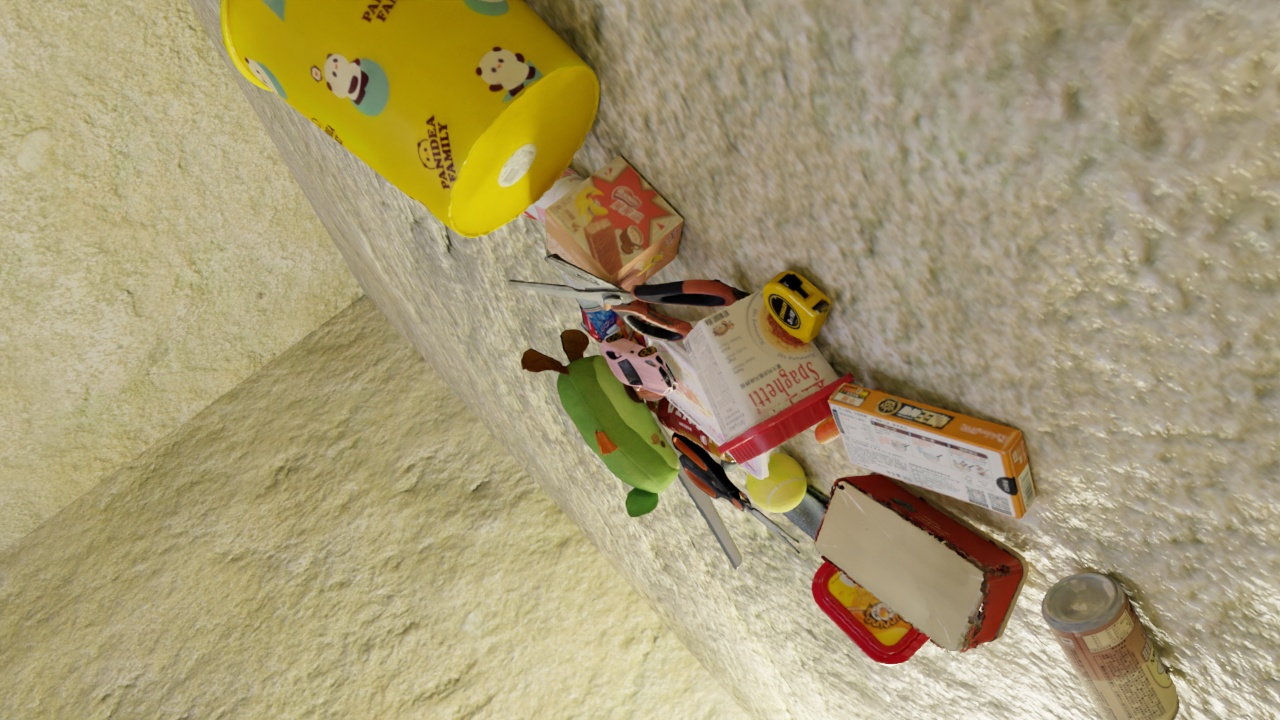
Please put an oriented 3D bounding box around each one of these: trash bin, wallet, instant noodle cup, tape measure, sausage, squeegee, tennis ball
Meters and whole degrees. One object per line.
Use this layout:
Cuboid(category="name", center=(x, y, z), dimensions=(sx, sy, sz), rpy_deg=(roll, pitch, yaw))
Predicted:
Cuboid(category="trash bin", center=(-0.189, -0.259, 0.811), dimensions=(0.255, 0.229, 0.230), rpy_deg=(42, 163, 10))
Cuboid(category="wallet", center=(0.194, 0.172, 1.066), dimensions=(0.121, 0.019, 0.097), rpy_deg=(34, 155, 49))
Cuboid(category="instant noodle cup", center=(0.086, 0.030, 0.968), dimensions=(0.173, 0.060, 0.138), rpy_deg=(40, 161, 31))
Cuboid(category="tape measure", center=(0.128, -0.047, 0.742), dimensions=(0.057, 0.028, 0.060), rpy_deg=(44, 163, 19))
Cuboid(category="instant noodle cup", center=(0.104, 0.012, 0.804), dimensions=(0.124, 0.116, 0.117), rpy_deg=(60, 165, 7))
Cuboid(category="instant noodle cup", center=(0.244, 0.234, 0.919), dimensions=(0.116, 0.116, 0.124), rpy_deg=(44, 174, 24))
Cuboid(category="sausage", center=(0.185, 0.052, 0.816), dimensions=(0.021, 0.021, 0.165), rpy_deg=(49, 163, 6))
Cuboid(category="squeegee", center=(0.107, 0.138, 1.187), dimensions=(0.246, 0.039, 0.247), rpy_deg=(58, 160, 12))
Cuboid(category="tennis ball", center=(0.150, 0.135, 1.013), dimensions=(0.065, 0.065, 0.065), rpy_deg=(46, 163, 18))

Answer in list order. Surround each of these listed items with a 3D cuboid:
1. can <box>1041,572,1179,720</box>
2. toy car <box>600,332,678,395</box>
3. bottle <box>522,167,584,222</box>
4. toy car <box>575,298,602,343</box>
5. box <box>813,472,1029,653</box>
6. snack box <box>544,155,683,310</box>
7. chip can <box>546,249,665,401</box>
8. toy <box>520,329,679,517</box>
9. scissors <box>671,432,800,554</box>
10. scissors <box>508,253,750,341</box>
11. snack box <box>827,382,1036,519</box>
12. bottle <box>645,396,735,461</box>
Cuboid(category="can", center=(0.346, 0.216, 0.676), dimensions=(0.116, 0.058, 0.058), rpy_deg=(56, 163, -17))
Cuboid(category="toy car", center=(-0.006, 0.006, 0.992), dimensions=(0.122, 0.037, 0.056), rpy_deg=(23, 149, 57))
Cuboid(category="bottle", center=(-0.105, -0.185, 1.002), dimensions=(0.197, 0.068, 0.068), rpy_deg=(29, 153, 46))
Cuboid(category="toy car", center=(-0.045, -0.063, 1.133), dimensions=(0.045, 0.052, 0.121), rpy_deg=(42, 165, 23))
Cuboid(category="box", center=(0.230, 0.171, 0.789), dimensions=(0.168, 0.080, 0.091), rpy_deg=(34, 116, 47))
Cuboid(category="snack box", center=(-0.026, -0.121, 0.874), dimensions=(0.093, 0.094, 0.077), rpy_deg=(47, 164, 13))
Cuboid(category="chip can", center=(-0.024, -0.054, 1.057), dimensions=(0.071, 0.071, 0.215), rpy_deg=(22, 148, 59))
Cuboid(category="toy", center=(-0.036, 0.066, 1.127), dimensions=(0.246, 0.090, 0.226), rpy_deg=(52, -161, -2))
Cuboid(category="scissors", center=(0.119, 0.170, 1.126), dimensions=(0.234, 0.021, 0.160), rpy_deg=(47, 162, 21))
Cuboid(category="scissors", center=(-0.006, -0.056, 0.841), dimensions=(0.189, 0.227, 0.015), rpy_deg=(84, -173, -71))
Cuboid(category="snack box", center=(0.220, 0.067, 0.705), dimensions=(0.154, 0.026, 0.075), rpy_deg=(17, 143, 46))
Cuboid(category="bottle", center=(0.066, 0.068, 1.104), dimensions=(0.175, 0.057, 0.057), rpy_deg=(25, 150, 56))
